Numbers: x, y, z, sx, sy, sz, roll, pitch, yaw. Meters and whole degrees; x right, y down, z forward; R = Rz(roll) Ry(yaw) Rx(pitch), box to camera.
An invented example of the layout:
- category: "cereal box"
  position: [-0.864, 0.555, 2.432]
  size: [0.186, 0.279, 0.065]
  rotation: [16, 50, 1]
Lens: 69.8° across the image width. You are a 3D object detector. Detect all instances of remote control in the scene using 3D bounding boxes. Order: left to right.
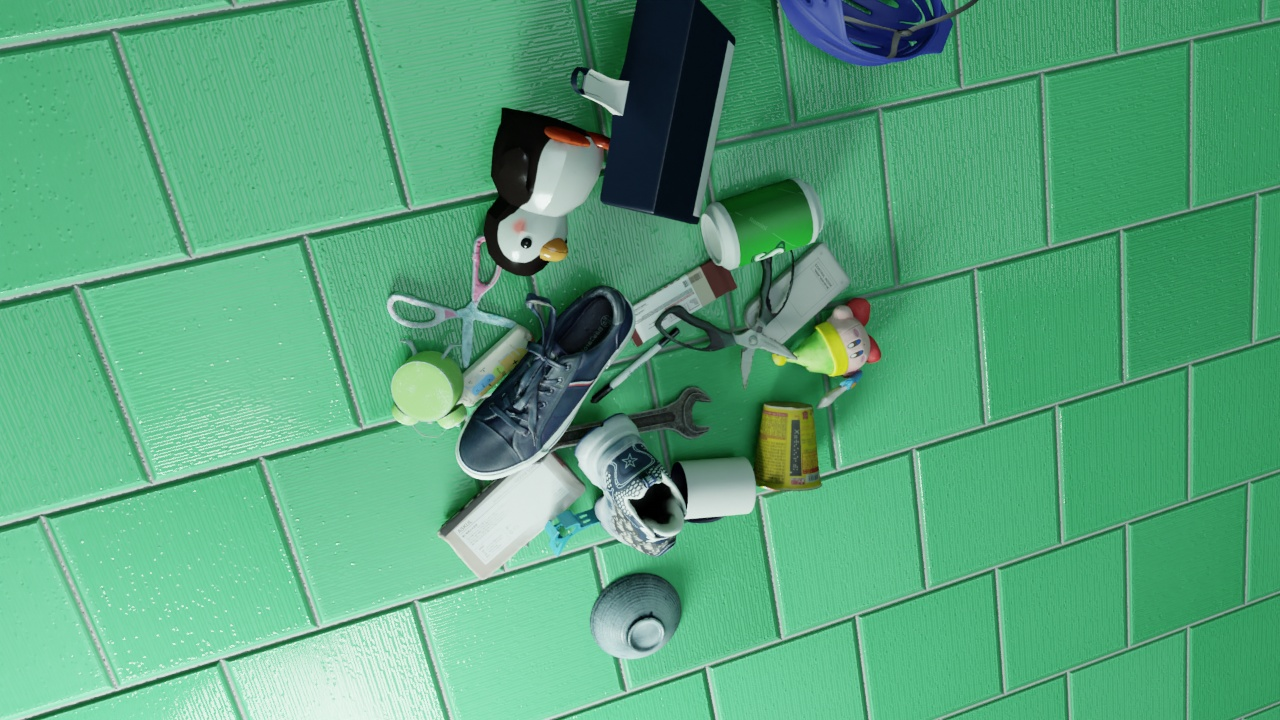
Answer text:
- category: "remote control"
  position: [-0.186, 0.007, 1.158]
  size: [0.125, 0.018, 0.038]
  rotation: [-42, 124, -2]
- category: "remote control"
  position: [0.209, -0.086, 1.246]
  size: [0.151, 0.019, 0.074]
  rotation: [-41, 112, -2]

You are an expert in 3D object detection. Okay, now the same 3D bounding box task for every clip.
- category: "clip"
  position: [-0.102, 0.224, 1.201]
  size: [0.097, 0.116, 0.026]
  rotation: [-41, 73, -3]

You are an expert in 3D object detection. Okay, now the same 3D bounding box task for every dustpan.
- category: "dustpan"
  position: [0.013, -0.288, 1.045]
  size: [0.080, 0.272, 0.236]
  rotation: [14, 98, 19]

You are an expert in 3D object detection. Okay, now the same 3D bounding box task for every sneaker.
- category: "sneaker"
  position: [-0.123, 0.019, 1.108]
  size: [0.121, 0.127, 0.294]
  rotation: [40, 86, 11]
- category: "sneaker"
  position: [0.011, 0.190, 1.171]
  size: [0.103, 0.132, 0.270]
  rotation: [-36, 139, -15]

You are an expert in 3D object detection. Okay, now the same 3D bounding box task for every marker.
- category: "marker"
  position: [-0.007, 0.007, 1.216]
  size: [0.152, 0.011, 0.011]
  rotation: [-40, 112, -3]

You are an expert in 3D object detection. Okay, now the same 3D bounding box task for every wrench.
- category: "wrench"
  position: [-0.027, 0.087, 1.203]
  size: [0.273, 0.010, 0.070]
  rotation: [-9, 81, -21]

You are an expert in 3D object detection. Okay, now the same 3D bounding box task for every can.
- category: "can"
  position: [0.154, -0.174, 1.169]
  size: [0.139, 0.088, 0.088]
  rotation: [-19, 109, -10]

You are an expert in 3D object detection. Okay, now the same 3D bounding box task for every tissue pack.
- category: "tissue pack"
  position: [-0.164, 0.196, 1.201]
  size: [0.181, 0.071, 0.104]
  rotation: [-43, 96, -5]

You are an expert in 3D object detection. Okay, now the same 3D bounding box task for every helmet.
- category: "helmet"
  position: [0.281, -0.435, 1.058]
  size: [0.241, 0.228, 0.147]
  rotation: [22, 88, -21]

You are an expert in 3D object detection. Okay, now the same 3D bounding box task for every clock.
- category: "clock"
  position: [-0.260, 0.038, 1.122]
  size: [0.094, 0.042, 0.119]
  rotation: [3, 110, 10]

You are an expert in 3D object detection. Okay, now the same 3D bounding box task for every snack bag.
- category: "snack bag"
  position: [0.050, -0.080, 1.206]
  size: [0.158, 0.013, 0.057]
  rotation: [-32, 110, -6]

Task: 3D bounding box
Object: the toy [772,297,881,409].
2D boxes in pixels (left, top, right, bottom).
- category: "toy"
  position: [0.259, -0.012, 1.260]
  size: [0.131, 0.097, 0.124]
  rotation: [-30, 118, -26]

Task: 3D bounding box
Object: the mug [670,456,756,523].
- category: "mug"
  position: [0.096, 0.186, 1.266]
  size: [0.096, 0.078, 0.112]
  rotation: [-2, 134, -15]

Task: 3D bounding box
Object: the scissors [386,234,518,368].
- category: "scissors"
  position: [-0.226, -0.072, 1.131]
  size: [0.176, 0.013, 0.171]
  rotation: [2, 108, -18]

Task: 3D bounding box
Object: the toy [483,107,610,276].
- category: "toy"
  position: [-0.130, -0.193, 1.075]
  size: [0.140, 0.158, 0.184]
  rotation: [28, 111, 21]

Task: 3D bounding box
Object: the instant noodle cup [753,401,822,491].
- category: "instant noodle cup"
  position: [0.203, 0.115, 1.268]
  size: [0.100, 0.100, 0.112]
  rotation: [0, 94, -16]

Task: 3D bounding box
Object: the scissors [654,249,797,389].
- category: "scissors"
  position: [0.133, -0.069, 1.211]
  size: [0.201, 0.015, 0.205]
  rotation: [21, 93, -14]

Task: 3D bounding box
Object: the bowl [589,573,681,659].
- category: "bowl"
  position: [0.001, 0.375, 1.296]
  size: [0.137, 0.057, 0.137]
  rotation: [-4, 106, -15]
